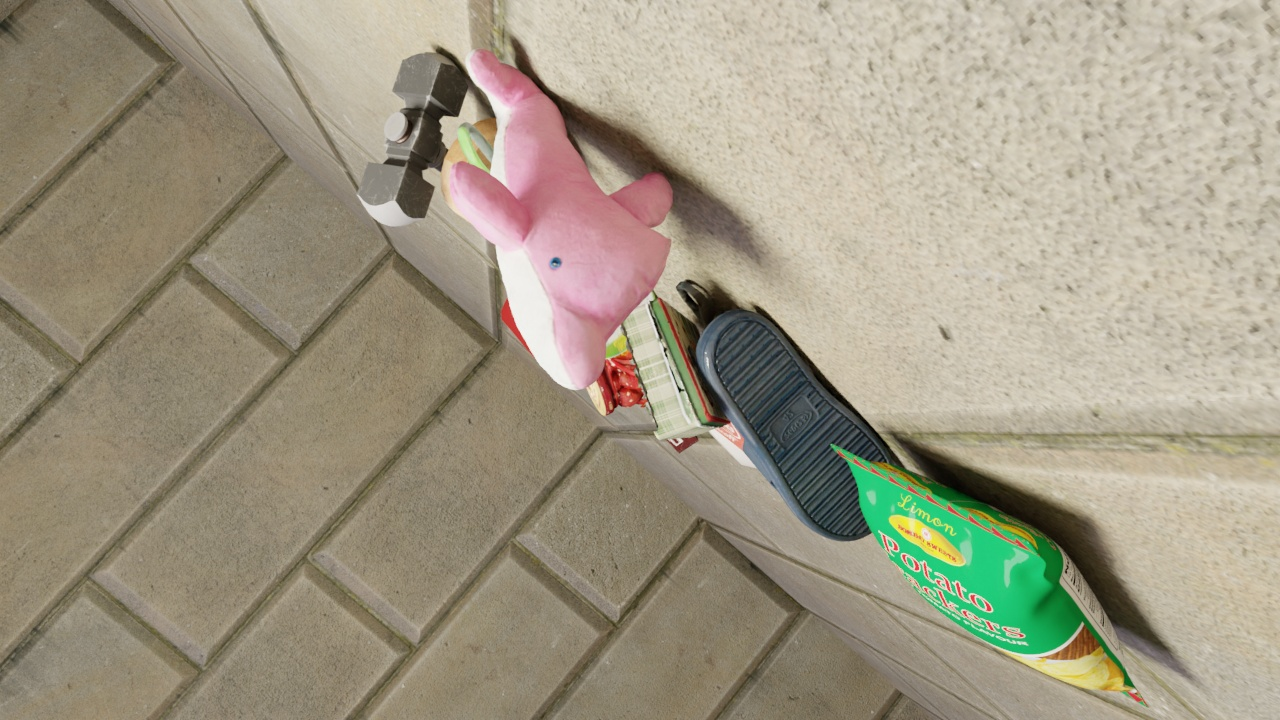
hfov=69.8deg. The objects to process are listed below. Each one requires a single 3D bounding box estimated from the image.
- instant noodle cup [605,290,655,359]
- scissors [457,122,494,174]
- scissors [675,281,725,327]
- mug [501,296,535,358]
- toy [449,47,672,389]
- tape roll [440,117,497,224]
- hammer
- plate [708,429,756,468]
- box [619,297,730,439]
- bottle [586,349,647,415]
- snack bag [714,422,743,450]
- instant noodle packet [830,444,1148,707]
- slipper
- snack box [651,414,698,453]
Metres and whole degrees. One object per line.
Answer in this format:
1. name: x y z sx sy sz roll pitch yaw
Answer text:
1. instant noodle cup: -0.054 -0.070 0.982 0.108 0.099 0.099 44 175 38
2. scissors: -0.087 -0.126 0.727 0.171 0.021 0.171 52 -154 -42
3. scissors: 0.063 -0.038 0.887 0.132 0.012 0.169 43 175 -16
4. mug: -0.133 -0.058 1.367 0.116 0.081 0.096 -8 -132 -48
5. toy: -0.042 -0.105 0.640 0.186 0.128 0.265 49 -160 -58
6. tape roll: -0.130 -0.164 0.810 0.027 0.094 0.094 36 170 31
7. hammer: -0.140 -0.159 0.907 0.043 0.156 0.322 13 173 27
8. plate: 0.088 0.076 1.174 0.230 0.021 0.230 46 179 0
9. box: 0.036 0.012 0.837 0.205 0.050 0.117 28 -137 -78
10. bottle: -0.006 0.006 1.042 0.099 0.111 0.099 59 164 29
11. snack bag: 0.114 0.069 0.954 0.225 0.041 0.077 36 163 28
12. instant noodle packet: 0.277 0.171 0.737 0.252 0.090 0.196 46 170 -31
13. slipper: 0.127 0.060 0.812 0.263 0.101 0.082 49 168 -23
14. snack box: 0.031 0.057 1.233 0.051 0.032 0.140 48 -169 -40
